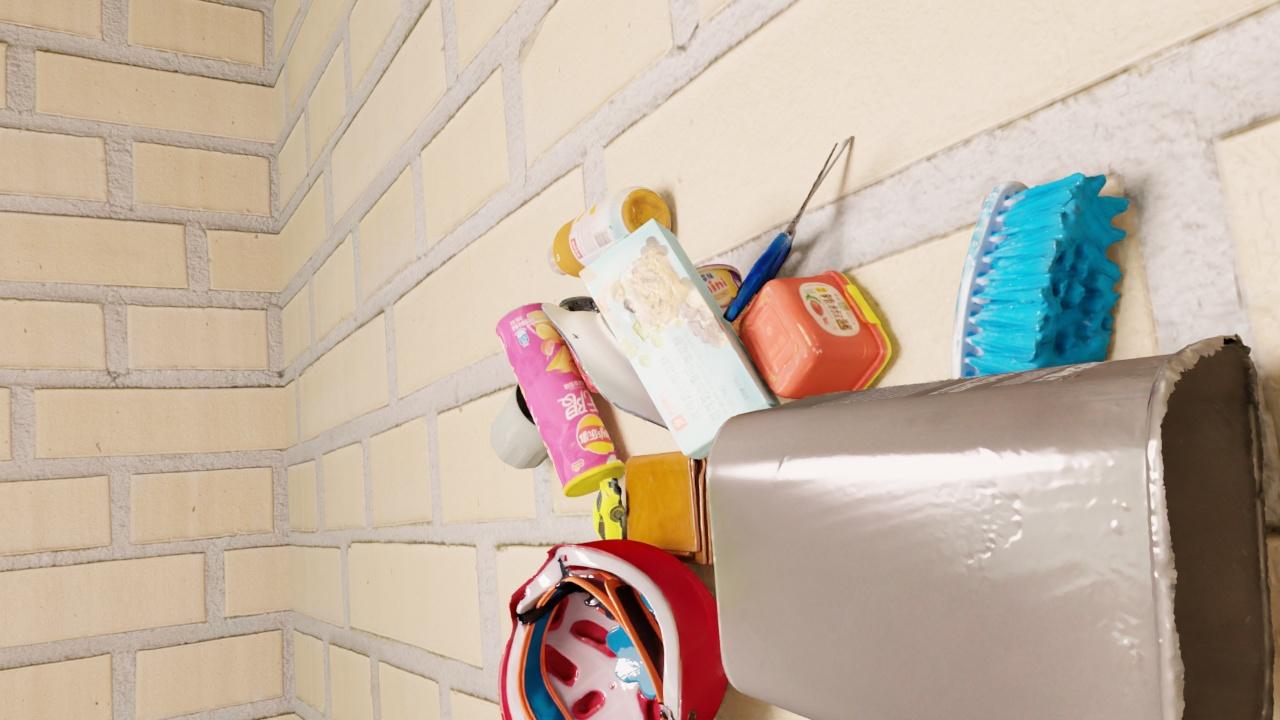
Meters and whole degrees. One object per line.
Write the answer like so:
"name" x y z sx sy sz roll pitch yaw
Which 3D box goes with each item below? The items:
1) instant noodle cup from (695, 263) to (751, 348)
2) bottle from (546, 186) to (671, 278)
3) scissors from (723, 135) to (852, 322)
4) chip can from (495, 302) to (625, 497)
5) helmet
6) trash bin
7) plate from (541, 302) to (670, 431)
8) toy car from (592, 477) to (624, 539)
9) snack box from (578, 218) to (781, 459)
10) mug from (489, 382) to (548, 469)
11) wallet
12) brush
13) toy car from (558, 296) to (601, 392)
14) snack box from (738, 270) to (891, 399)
"instant noodle cup" 0.060 -0.010 0.769 0.099 0.111 0.112 59 138 26
"bottle" -0.041 -0.127 0.960 0.190 0.068 0.068 -14 78 58
"scissors" 0.111 -0.095 0.701 0.012 0.175 0.162 33 163 9
"chip can" -0.091 0.041 1.005 0.072 0.071 0.210 -50 59 46
"helmet" -0.014 0.272 0.834 0.207 0.143 0.241 47 122 25
"trash bin" 0.167 0.092 0.450 0.220 0.198 0.198 -2 93 42
"plate" -0.005 0.005 0.837 0.034 0.164 0.163 -48 46 11
"toy car" -0.033 0.173 0.956 0.048 0.032 0.105 -105 12 -68
"snack box" 0.029 -0.017 0.701 0.074 0.051 0.174 -35 73 14
"mug" -0.125 0.055 1.094 0.104 0.083 0.123 129 149 -47
"wallet" 0.024 0.148 0.885 0.131 0.035 0.119 -16 79 61
"brush" 0.214 0.041 0.572 0.109 0.060 0.315 29 117 61
"toy car" -0.054 -0.018 0.995 0.120 0.052 0.045 66 150 29
"snack box" 0.125 -0.015 0.681 0.082 0.080 0.091 -60 43 40
